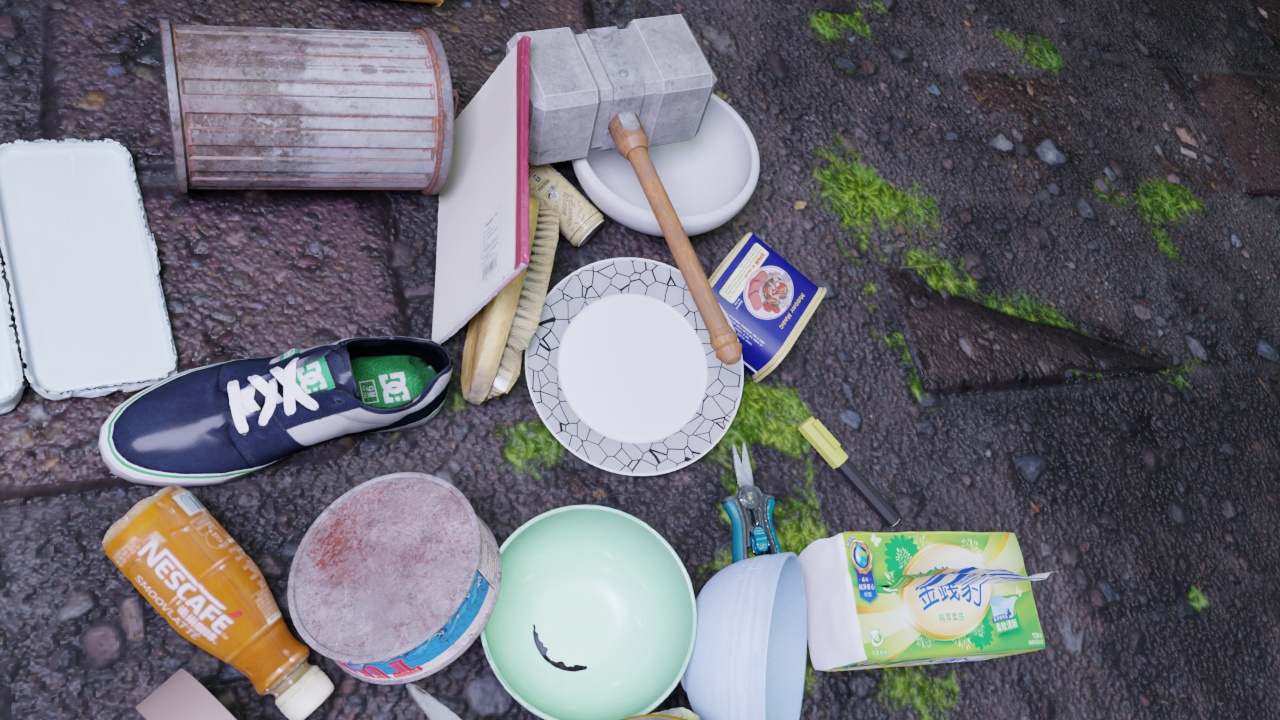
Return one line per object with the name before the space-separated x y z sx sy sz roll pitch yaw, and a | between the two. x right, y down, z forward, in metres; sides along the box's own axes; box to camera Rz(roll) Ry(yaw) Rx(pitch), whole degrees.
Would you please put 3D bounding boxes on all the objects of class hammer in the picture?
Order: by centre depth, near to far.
hammer | 0.013 -0.133 0.743 0.162 0.083 0.317 -14 66 -19

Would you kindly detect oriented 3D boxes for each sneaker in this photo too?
sneaker | -0.245 0.025 0.637 0.234 0.079 0.084 -13 73 -29

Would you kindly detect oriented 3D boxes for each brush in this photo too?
brush | -0.106 -0.051 0.752 0.043 0.059 0.195 24 60 -24

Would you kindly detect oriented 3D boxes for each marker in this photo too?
marker | 0.193 0.102 0.842 0.124 0.021 0.017 48 57 1

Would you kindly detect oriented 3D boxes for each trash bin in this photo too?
trash bin | -0.248 -0.193 0.711 0.210 0.131 0.130 -6 69 -26

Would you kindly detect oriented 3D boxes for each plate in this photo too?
plate | -0.005 0.005 0.779 0.188 0.016 0.188 4 75 -13

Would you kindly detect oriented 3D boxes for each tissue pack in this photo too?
tissue pack | 0.247 0.190 0.752 0.197 0.142 0.120 -2 67 -26

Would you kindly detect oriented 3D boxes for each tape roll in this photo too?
tape roll | -0.247 0.224 0.531 0.093 0.094 0.030 46 56 1

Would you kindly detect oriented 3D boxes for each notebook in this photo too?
notebook | -0.127 -0.131 0.725 0.012 0.153 0.208 15 60 -33

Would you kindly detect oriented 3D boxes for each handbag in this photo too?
handbag | -0.025 0.311 0.587 0.186 0.113 0.117 -27 87 -33

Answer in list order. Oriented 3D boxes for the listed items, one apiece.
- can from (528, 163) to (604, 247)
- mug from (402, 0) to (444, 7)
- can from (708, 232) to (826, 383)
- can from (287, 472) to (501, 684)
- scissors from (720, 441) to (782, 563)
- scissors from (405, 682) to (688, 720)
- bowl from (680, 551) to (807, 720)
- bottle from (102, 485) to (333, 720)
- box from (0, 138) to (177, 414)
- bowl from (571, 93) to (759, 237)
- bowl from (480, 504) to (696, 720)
can | -0.072 -0.141 0.822 0.079 0.038 0.038 44 56 0
mug | -0.232 -0.380 0.834 0.094 0.101 0.123 -5 28 -25
can | 0.105 -0.052 0.853 0.092 0.057 0.116 39 56 -2
can | -0.160 0.141 0.602 0.130 0.044 0.129 -7 53 9
scissors | 0.099 0.145 0.777 0.144 0.019 0.126 43 61 7
scissors | -0.059 0.264 0.525 0.225 0.016 0.216 0 41 -8
bowl | 0.073 0.215 0.678 0.075 0.151 0.150 1 58 21
bottle | -0.260 0.157 0.579 0.167 0.059 0.059 48 56 -1
box | -0.432 -0.063 0.624 0.188 0.037 0.208 -11 72 -37
bowl | 0.018 -0.180 0.859 0.176 0.066 0.176 5 61 -10
bowl | -0.042 0.185 0.651 0.151 0.077 0.150 6 64 -12
